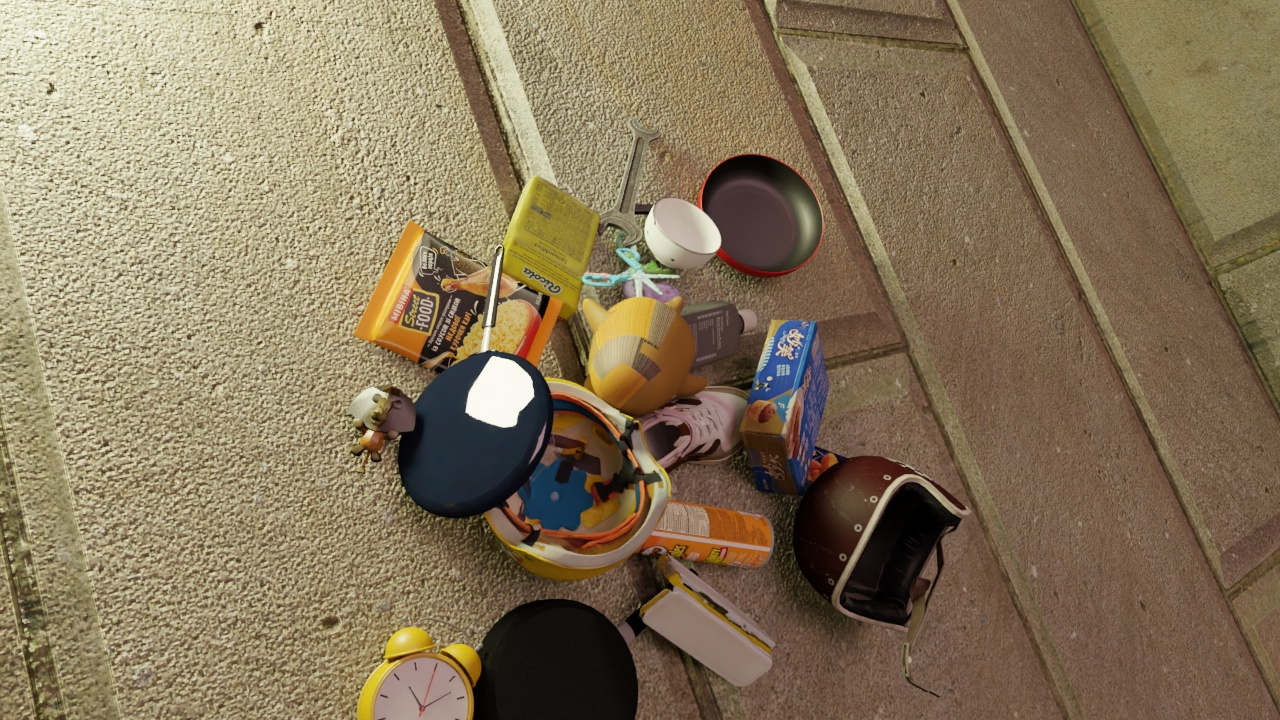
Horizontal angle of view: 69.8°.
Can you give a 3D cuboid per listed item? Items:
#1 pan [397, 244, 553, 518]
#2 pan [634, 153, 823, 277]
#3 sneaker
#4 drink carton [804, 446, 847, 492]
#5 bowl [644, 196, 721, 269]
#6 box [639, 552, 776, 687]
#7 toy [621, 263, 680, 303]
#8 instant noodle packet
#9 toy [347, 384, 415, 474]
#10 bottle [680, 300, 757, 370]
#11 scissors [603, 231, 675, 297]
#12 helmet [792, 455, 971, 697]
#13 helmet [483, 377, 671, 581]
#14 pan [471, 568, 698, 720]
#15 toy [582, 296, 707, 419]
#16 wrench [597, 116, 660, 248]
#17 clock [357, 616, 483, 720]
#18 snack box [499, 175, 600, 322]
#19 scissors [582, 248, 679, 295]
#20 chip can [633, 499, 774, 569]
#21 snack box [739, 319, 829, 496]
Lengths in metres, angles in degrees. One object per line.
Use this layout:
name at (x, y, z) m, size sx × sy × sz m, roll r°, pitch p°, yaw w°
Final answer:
pan at (-0.184, 0.009, 1.055) m, size 0.021 × 0.199 × 0.355 m, roll 48°, pitch 38°, yaw -51°
pan at (0.121, -0.225, 1.439) m, size 0.355 × 0.067 × 0.208 m, roll -4°, pitch 73°, yaw -18°
sneaker at (0.070, 0.089, 1.226) m, size 0.293 × 0.117 × 0.111 m, roll -16°, pitch 79°, yaw -38°
drink carton at (0.289, 0.174, 1.387) m, size 0.130 × 0.040 × 0.064 m, roll 21°, pitch 59°, yaw -26°
bowl at (0.054, -0.176, 1.333) m, size 0.113 × 0.063 × 0.113 m, roll 20°, pitch 43°, yaw -20°
box at (0.084, 0.322, 1.156) m, size 0.209 × 0.079 × 0.080 m, roll 42°, pitch 16°, yaw -29°
toy at (0.018, -0.101, 1.331) m, size 0.099 × 0.037 × 0.080 m, roll 19°, pitch 49°, yaw -26°
instant noodle packet at (-0.219, -0.052, 1.135) m, size 0.220 × 0.032 × 0.159 m, roll 28°, pitch 71°, yaw -21°
toy at (-0.294, 0.077, 1.022) m, size 0.076 × 0.063 × 0.100 m, roll 18°, pitch 69°, yaw -2°
bottle at (0.100, -0.043, 1.334) m, size 0.173 × 0.046 × 0.084 m, roll -17°, pitch 109°, yaw -39°
scissors at (0.002, -0.127, 1.307) m, size 0.138 × 0.028 × 0.170 m, roll 20°, pitch 43°, yaw -19°
helmet at (0.332, 0.257, 1.250) m, size 0.253 × 0.233 × 0.233 m, roll 27°, pitch 9°, yaw 13°
helmet at (-0.093, 0.151, 1.074) m, size 0.208 × 0.140 × 0.240 m, roll -25°, pitch 64°, yaw -25°
pan at (-0.040, 0.342, 1.082) m, size 0.354 × 0.044 × 0.204 m, roll -29°, pitch 87°, yaw -38°
toy at (-0.007, 0.007, 1.162) m, size 0.198 × 0.163 × 0.203 m, roll 35°, pitch 20°, yaw -6°
wrench at (-0.013, -0.275, 1.385) m, size 0.070 × 0.010 × 0.272 m, roll 14°, pitch 55°, yaw -3°
clock at (-0.225, 0.345, 0.949) m, size 0.113 × 0.052 × 0.151 m, roll 28°, pitch 60°, yaw -22°
snack box at (-0.126, -0.156, 1.252) m, size 0.121 × 0.045 × 0.180 m, roll 28°, pitch 54°, yaw -22°
scissors at (-0.016, -0.123, 1.258) m, size 0.135 × 0.015 × 0.135 m, roll 3°, pitch 35°, yaw -14°
chip can at (0.066, 0.222, 1.189) m, size 0.214 × 0.075 × 0.075 m, roll 14°, pitch 62°, yaw -29°
snack box at (0.210, 0.066, 1.313) m, size 0.155 × 0.069 × 0.202 m, roll 68°, pitch 35°, yaw -47°
